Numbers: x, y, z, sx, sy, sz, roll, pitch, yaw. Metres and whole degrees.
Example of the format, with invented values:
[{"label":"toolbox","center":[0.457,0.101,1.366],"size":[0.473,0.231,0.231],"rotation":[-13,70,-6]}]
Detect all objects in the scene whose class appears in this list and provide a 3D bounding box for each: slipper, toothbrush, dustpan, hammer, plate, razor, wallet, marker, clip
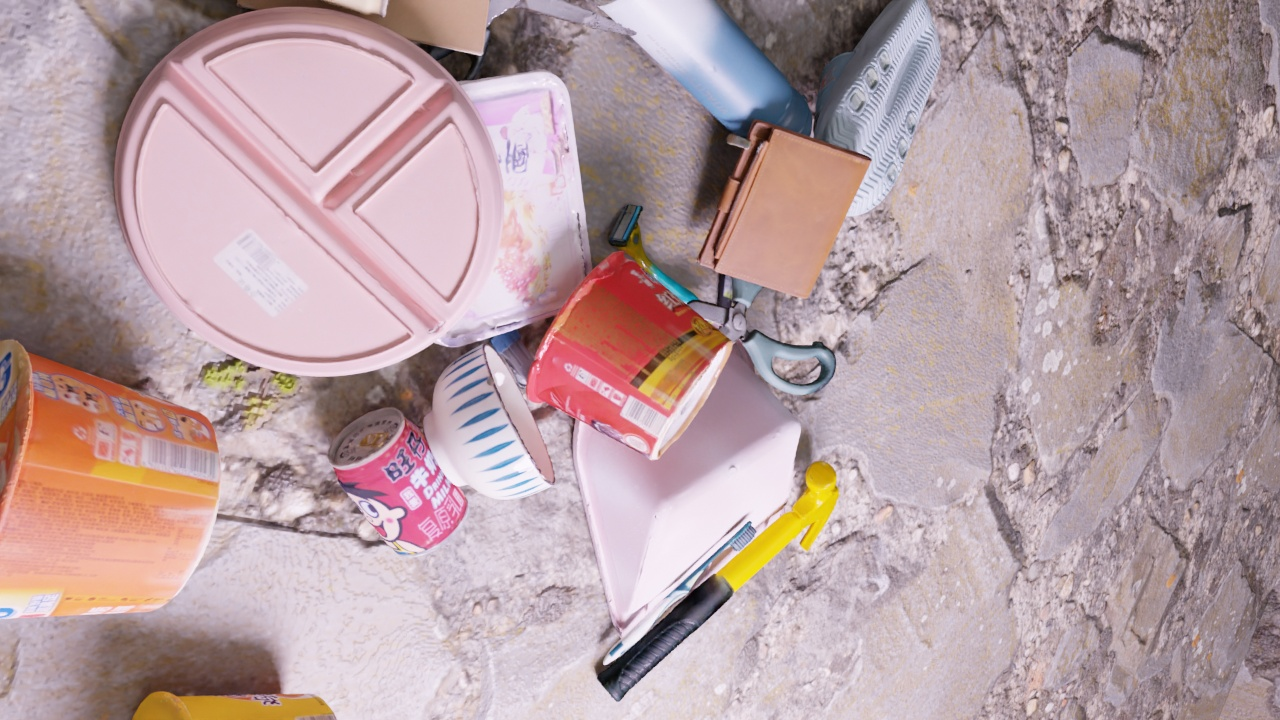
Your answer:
[{"label":"slipper","center":[0.205,-0.239,0.834],"size":[0.104,0.074,0.244],"rotation":[50,58,-36]},{"label":"toothbrush","center":[0.037,0.219,0.856],"size":[0.191,0.018,0.016],"rotation":[-43,167,-1]},{"label":"dustpan","center":[0.038,0.097,0.861],"size":[0.222,0.139,0.274],"rotation":[-27,147,-29]},{"label":"hammer","center":[0.082,0.220,0.898],"size":[0.300,0.033,0.129],"rotation":[-39,150,-13]},{"label":"plate","center":[-0.197,-0.094,0.562],"size":[0.229,0.028,0.230],"rotation":[-5,112,-13]},{"label":"razor","center":[0.021,-0.073,0.778],"size":[0.132,0.028,0.043],"rotation":[44,53,-33]},{"label":"wallet","center":[0.113,-0.125,0.763],"size":[0.119,0.035,0.131],"rotation":[17,116,-12]},{"label":"marker","center":[0.079,-0.099,0.823],"size":[0.018,0.015,0.124],"rotation":[-16,117,-41]},{"label":"clip","center":[-0.096,-0.002,0.726],"size":[0.024,0.027,0.056],"rotation":[-42,114,-21]}]

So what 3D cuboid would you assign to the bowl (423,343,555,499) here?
[{"label":"bowl","center":[-0.116,0.053,0.673],"size":[0.066,0.116,0.116],"rotation":[-26,122,0]}]

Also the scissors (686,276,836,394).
[{"label":"scissors","center":[0.120,-0.029,0.820],"size":[0.181,0.019,0.169],"rotation":[52,58,-14]}]

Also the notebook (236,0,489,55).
[{"label":"notebook","center":[-0.155,-0.308,0.553],"size":[0.149,0.012,0.211],"rotation":[6,102,-17]}]

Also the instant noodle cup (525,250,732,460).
[{"label":"instant noodle cup","center":[-0.004,0.004,0.696],"size":[0.137,0.108,0.138],"rotation":[-53,168,-16]}]

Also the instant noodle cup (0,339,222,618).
[{"label":"instant noodle cup","center":[-0.316,0.075,0.512],"size":[0.111,0.151,0.151],"rotation":[22,91,-47]}]

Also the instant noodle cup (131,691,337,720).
[{"label":"instant noodle cup","center":[-0.274,0.289,0.623],"size":[0.109,0.138,0.138],"rotation":[11,98,-47]}]

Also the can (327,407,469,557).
[{"label":"can","center":[-0.175,0.087,0.663],"size":[0.066,0.066,0.094],"rotation":[-39,124,-20]}]

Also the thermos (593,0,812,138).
[{"label":"thermos","center":[0.058,-0.237,0.728],"size":[0.220,0.070,0.070],"rotation":[33,85,-38]}]

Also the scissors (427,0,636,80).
[{"label":"scissors","center":[-0.090,-0.246,0.606],"size":[0.181,0.014,0.159],"rotation":[-40,111,10]}]

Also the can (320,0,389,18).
[{"label":"can","center":[-0.197,-0.241,0.521],"size":[0.116,0.058,0.058],"rotation":[13,98,-18]}]

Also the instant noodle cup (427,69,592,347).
[{"label":"instant noodle cup","center":[-0.113,-0.109,0.649],"size":[0.137,0.060,0.173],"rotation":[-20,115,-30]}]
